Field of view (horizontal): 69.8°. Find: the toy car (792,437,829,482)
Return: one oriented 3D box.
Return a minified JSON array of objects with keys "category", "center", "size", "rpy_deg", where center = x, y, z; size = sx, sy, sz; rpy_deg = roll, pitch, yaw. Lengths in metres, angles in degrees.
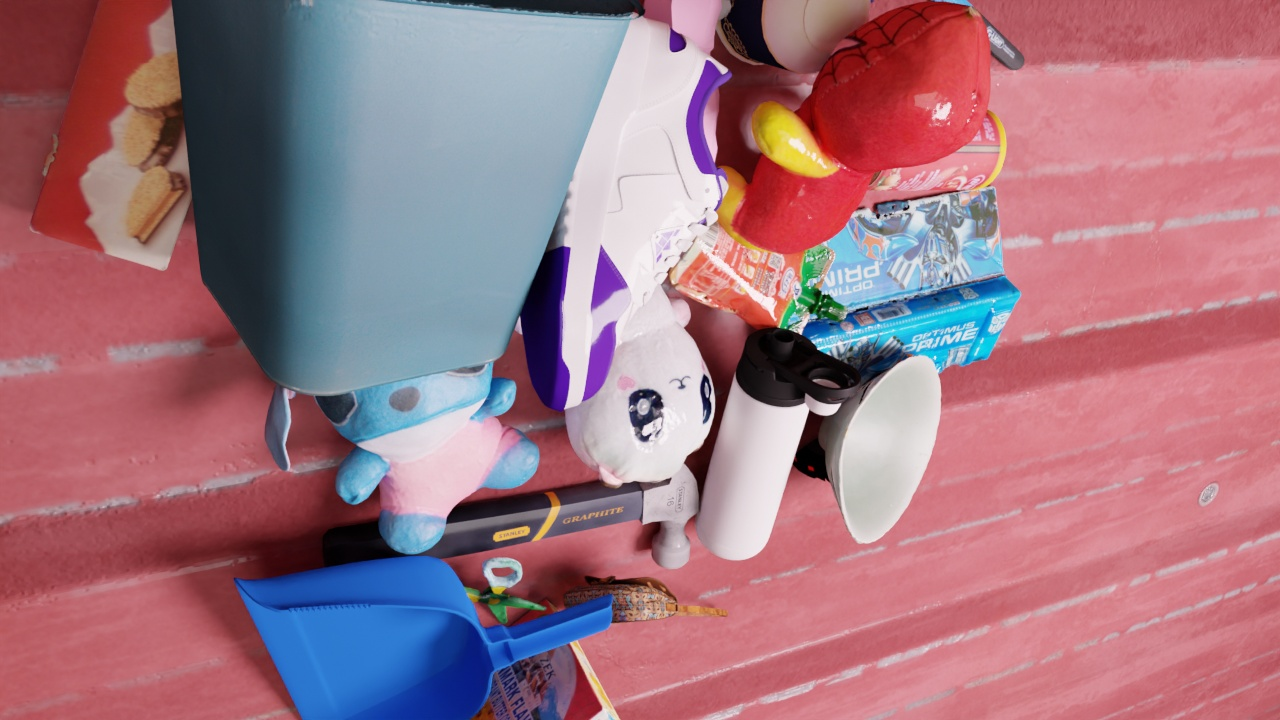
[{"category":"toy car","center":[0.190,0.087,0.866],"size":[0.091,0.042,0.036],"rpy_deg":[-15,108,-19]}]

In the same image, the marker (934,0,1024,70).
[{"category":"marker","center":[0.276,-0.269,0.744],"size":[0.123,0.015,0.018],"rpy_deg":[21,103,-34]}]

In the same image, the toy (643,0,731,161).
[{"category":"toy","center":[0.005,-0.188,0.624],"size":[0.123,0.067,0.158],"rpy_deg":[-10,114,-19]}]

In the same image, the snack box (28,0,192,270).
[{"category":"snack box","center":[-0.259,-0.186,0.508],"size":[0.076,0.044,0.273],"rpy_deg":[19,105,-32]}]

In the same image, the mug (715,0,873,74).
[{"category":"mug","center":[0.121,-0.245,0.635],"size":[0.111,0.089,0.086],"rpy_deg":[-16,120,-18]}]

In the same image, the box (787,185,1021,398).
[{"category":"box","center":[0.225,-0.048,0.805],"size":[0.243,0.060,0.176],"rpy_deg":[-13,119,-20]}]

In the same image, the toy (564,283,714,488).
[{"category":"toy","center":[-0.004,0.004,0.701],"size":[0.138,0.102,0.179],"rpy_deg":[-16,104,-43]}]

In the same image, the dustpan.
[{"category":"dustpan","center":[-0.148,0.216,0.714],"size":[0.257,0.059,0.246],"rpy_deg":[-15,137,-17]}]

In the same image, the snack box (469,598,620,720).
[{"category":"snack box","center":[-0.103,0.295,0.766],"size":[0.145,0.142,0.040],"rpy_deg":[-38,123,-5]}]

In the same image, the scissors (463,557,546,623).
[{"category":"scissors","center":[-0.114,0.191,0.759],"size":[0.108,0.012,0.131],"rpy_deg":[-36,140,26]}]

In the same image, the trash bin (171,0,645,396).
[{"category":"trash bin","center":[-0.142,-0.118,0.496],"size":[0.196,0.199,0.219],"rpy_deg":[-13,134,-40]}]

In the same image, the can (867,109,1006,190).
[{"category":"can","center":[0.225,-0.170,0.738],"size":[0.124,0.066,0.067],"rpy_deg":[-5,116,-24]}]

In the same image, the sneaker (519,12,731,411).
[{"category":"sneaker","center":[-0.005,-0.087,0.572],"size":[0.111,0.092,0.244],"rpy_deg":[6,102,-23]}]

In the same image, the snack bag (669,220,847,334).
[{"category":"snack bag","center":[0.100,-0.066,0.722],"size":[0.155,0.044,0.087],"rpy_deg":[22,90,-19]}]

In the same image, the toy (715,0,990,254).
[{"category":"toy","center":[0.146,-0.153,0.623],"size":[0.147,0.217,0.099],"rpy_deg":[-29,84,-43]}]

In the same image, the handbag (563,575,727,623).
[{"category":"handbag","center":[0.021,0.220,0.837],"size":[0.195,0.094,0.043],"rpy_deg":[19,64,-46]}]

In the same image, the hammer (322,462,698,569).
[{"category":"hammer","center":[-0.097,0.137,0.757],"size":[0.312,0.035,0.139],"rpy_deg":[-8,118,-21]}]

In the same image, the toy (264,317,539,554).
[{"category":"toy","center":[-0.140,0.034,0.648],"size":[0.223,0.099,0.192],"rpy_deg":[-26,129,-13]}]

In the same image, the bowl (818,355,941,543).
[{"category":"bowl","center":[0.195,0.068,0.808],"size":[0.173,0.068,0.174],"rpy_deg":[-21,120,-42]}]

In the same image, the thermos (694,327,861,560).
[{"category":"thermos","center":[0.107,0.080,0.756],"size":[0.068,0.101,0.230],"rpy_deg":[-25,140,-35]}]
